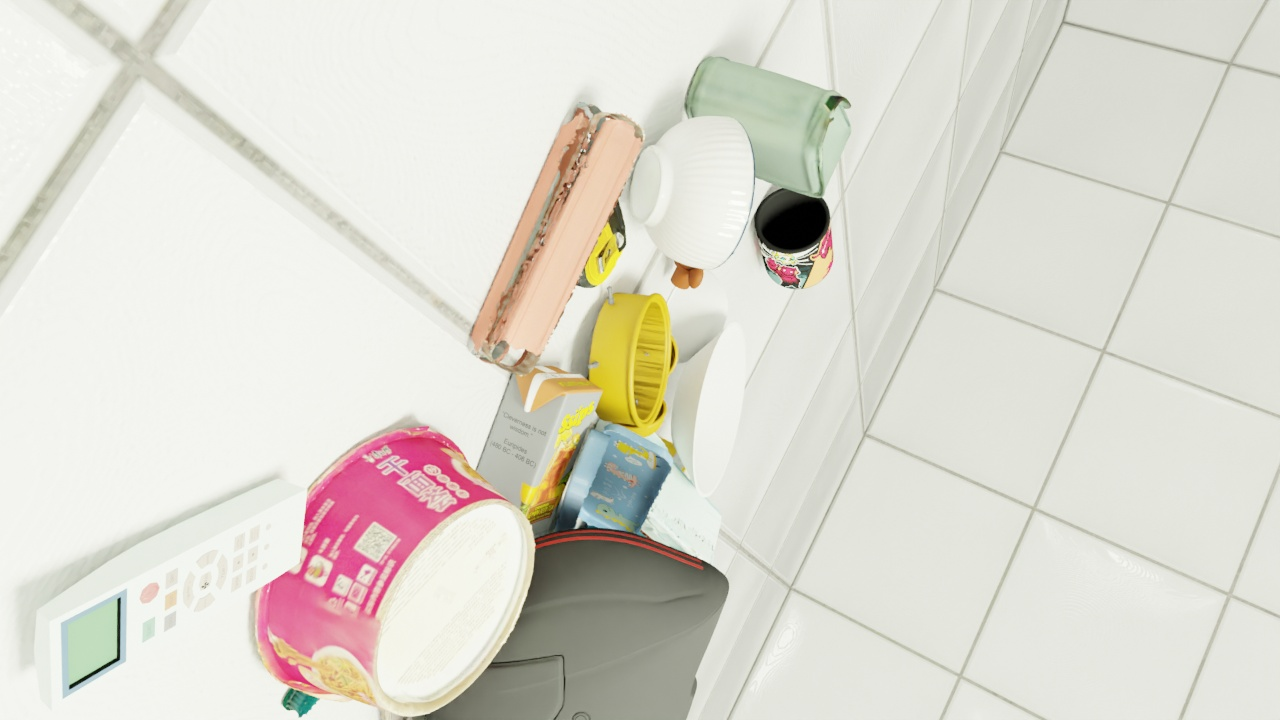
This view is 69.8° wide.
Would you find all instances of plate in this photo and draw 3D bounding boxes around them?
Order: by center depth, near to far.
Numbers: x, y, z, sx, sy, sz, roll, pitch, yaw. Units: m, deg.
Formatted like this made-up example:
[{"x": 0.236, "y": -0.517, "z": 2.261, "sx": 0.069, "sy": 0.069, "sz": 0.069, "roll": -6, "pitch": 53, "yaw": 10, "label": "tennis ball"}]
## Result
[{"x": 0.063, "y": 0.046, "z": 0.909, "sx": 0.173, "sy": 0.036, "sz": 0.174, "roll": 11, "pitch": 89, "yaw": -71, "label": "plate"}]

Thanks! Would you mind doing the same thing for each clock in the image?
[{"x": -0.005, "y": 0.004, "z": 0.786, "sx": 0.152, "sy": 0.052, "sz": 0.113, "roll": 61, "pitch": 38, "yaw": -63, "label": "clock"}]

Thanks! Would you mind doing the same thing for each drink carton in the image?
[{"x": -0.082, "y": 0.068, "z": 0.697, "sx": 0.076, "sy": 0.048, "sz": 0.125, "roll": 1, "pitch": 112, "yaw": -68, "label": "drink carton"}]

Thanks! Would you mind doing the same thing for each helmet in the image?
[{"x": -0.057, "y": 0.216, "z": 0.685, "sx": 0.265, "sy": 0.170, "sz": 0.164, "roll": -24, "pitch": -171, "yaw": 2, "label": "helmet"}]

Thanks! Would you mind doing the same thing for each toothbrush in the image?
[{"x": -0.173, "y": 0.146, "z": 0.607, "sx": 0.189, "sy": 0.017, "sz": 0.016, "roll": -59, "pitch": 155, "yaw": -16, "label": "toothbrush"}]

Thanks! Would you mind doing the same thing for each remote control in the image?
[{"x": -0.219, "y": 0.102, "z": 0.438, "sx": 0.143, "sy": 0.024, "sz": 0.050, "roll": -31, "pitch": 140, "yaw": -59, "label": "remote control"}]

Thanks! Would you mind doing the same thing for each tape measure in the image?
[{"x": -0.036, "y": -0.083, "z": 0.658, "sx": 0.064, "sy": 0.037, "sz": 0.066, "roll": -55, "pitch": 157, "yaw": -27, "label": "tape measure"}]

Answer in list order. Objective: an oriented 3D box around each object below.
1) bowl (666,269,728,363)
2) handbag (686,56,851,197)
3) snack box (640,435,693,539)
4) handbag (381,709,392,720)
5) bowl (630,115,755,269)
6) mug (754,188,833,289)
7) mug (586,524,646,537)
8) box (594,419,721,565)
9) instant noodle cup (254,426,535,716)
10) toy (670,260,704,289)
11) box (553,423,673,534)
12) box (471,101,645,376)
[{"x": 0.060, "y": -0.040, "z": 0.931, "sx": 0.109, "sy": 0.040, "sz": 0.110, "roll": -50, "pitch": 154, "yaw": -35, "label": "bowl"}, {"x": 0.110, "y": -0.198, "z": 0.763, "sx": 0.067, "sy": 0.122, "sz": 0.106, "roll": -64, "pitch": 159, "yaw": -5, "label": "handbag"}, {"x": 0.016, "y": 0.148, "z": 1.001, "sx": 0.083, "sy": 0.061, "sz": 0.106, "roll": -51, "pitch": 155, "yaw": -33, "label": "snack box"}, {"x": -0.156, "y": 0.284, "z": 0.773, "sx": 0.175, "sy": 0.062, "sz": 0.198, "roll": -56, "pitch": 149, "yaw": -23, "label": "handbag"}, {"x": 0.031, "y": -0.131, "z": 0.701, "sx": 0.062, "sy": 0.118, "sz": 0.118, "roll": 3, "pitch": 117, "yaw": -24, "label": "bowl"}, {"x": 0.177, "y": -0.155, "z": 1.049, "sx": 0.098, "sy": 0.082, "sz": 0.118, "roll": 55, "pitch": 34, "yaw": -66, "label": "mug"}, {"x": -0.033, "y": 0.215, "z": 0.901, "sx": 0.107, "sy": 0.083, "sz": 0.114, "roll": -56, "pitch": -167, "yaw": -26, "label": "mug"}, {"x": 0.017, "y": 0.129, "z": 0.895, "sx": 0.199, "sy": 0.066, "sz": 0.082, "roll": 48, "pitch": 32, "yaw": -38, "label": "box"}, {"x": -0.137, "y": 0.138, "z": 0.566, "sx": 0.178, "sy": 0.078, "sz": 0.179, "roll": -38, "pitch": 138, "yaw": -45, "label": "instant noodle cup"}, {"x": 0.051, "y": -0.119, "z": 0.805, "sx": 0.094, "sy": 0.065, "sz": 0.128, "roll": -101, "pitch": -151, "yaw": -45, "label": "toy"}, {"x": -0.035, "y": 0.132, "z": 0.777, "sx": 0.210, "sy": 0.078, "sz": 0.073, "roll": 109, "pitch": 6, "yaw": -59, "label": "box"}, {"x": -0.066, "y": -0.082, "z": 0.608, "sx": 0.058, "sy": 0.062, "sz": 0.188, "roll": 26, "pitch": 91, "yaw": -44, "label": "box"}]
